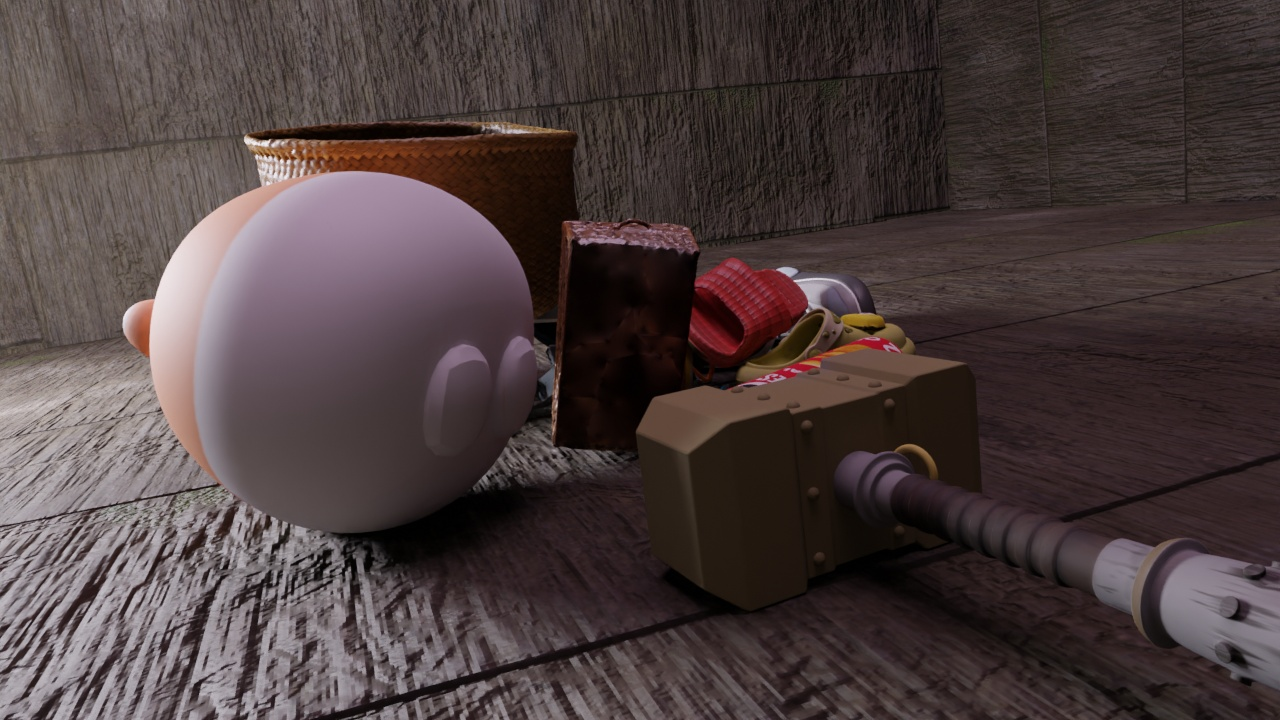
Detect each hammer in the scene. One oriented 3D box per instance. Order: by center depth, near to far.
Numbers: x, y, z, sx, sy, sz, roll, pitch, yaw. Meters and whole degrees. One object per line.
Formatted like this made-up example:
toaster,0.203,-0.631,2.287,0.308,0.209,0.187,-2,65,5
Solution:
hammer,0.151,0.073,0.418,0.190,0.101,0.325,-12,11,-24

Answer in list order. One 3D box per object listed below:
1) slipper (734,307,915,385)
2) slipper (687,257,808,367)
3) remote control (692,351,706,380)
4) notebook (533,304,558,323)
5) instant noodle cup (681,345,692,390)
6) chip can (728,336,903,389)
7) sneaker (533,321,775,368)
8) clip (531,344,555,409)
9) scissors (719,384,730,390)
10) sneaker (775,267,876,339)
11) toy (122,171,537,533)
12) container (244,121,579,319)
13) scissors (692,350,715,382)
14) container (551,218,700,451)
slipper,0.185,-0.015,0.941,0.190,0.081,0.091,-12,9,-11
slipper,0.119,-0.064,0.988,0.248,0.103,0.059,-27,-21,-52
remote control,0.006,-0.013,1.007,0.146,0.045,0.008,14,25,-22
notebook,-0.192,-0.066,1.037,0.253,0.009,0.181,-3,18,1
instant noodle cup,-0.006,0.006,0.941,0.112,0.100,0.100,-1,10,-4
chip can,0.133,0.034,0.733,0.069,0.069,0.220,3,15,45
sneaker,0.008,-0.035,1.060,0.295,0.121,0.127,3,5,9
clip,-0.134,0.038,0.930,0.164,0.031,0.169,-22,-14,-7
scissors,0.090,0.045,0.845,0.119,0.019,0.151,-6,15,-10
sneaker,0.173,-0.050,1.151,0.160,0.093,0.257,-19,14,-14
toy,-0.219,-0.006,0.672,0.281,0.266,0.262,13,11,21
container,-0.217,-0.135,0.913,0.307,0.197,0.306,0,15,0
scissors,0.027,-0.010,0.998,0.131,0.125,0.011,-47,20,-5
container,-0.016,-0.022,0.790,0.114,0.199,0.112,3,14,-5
